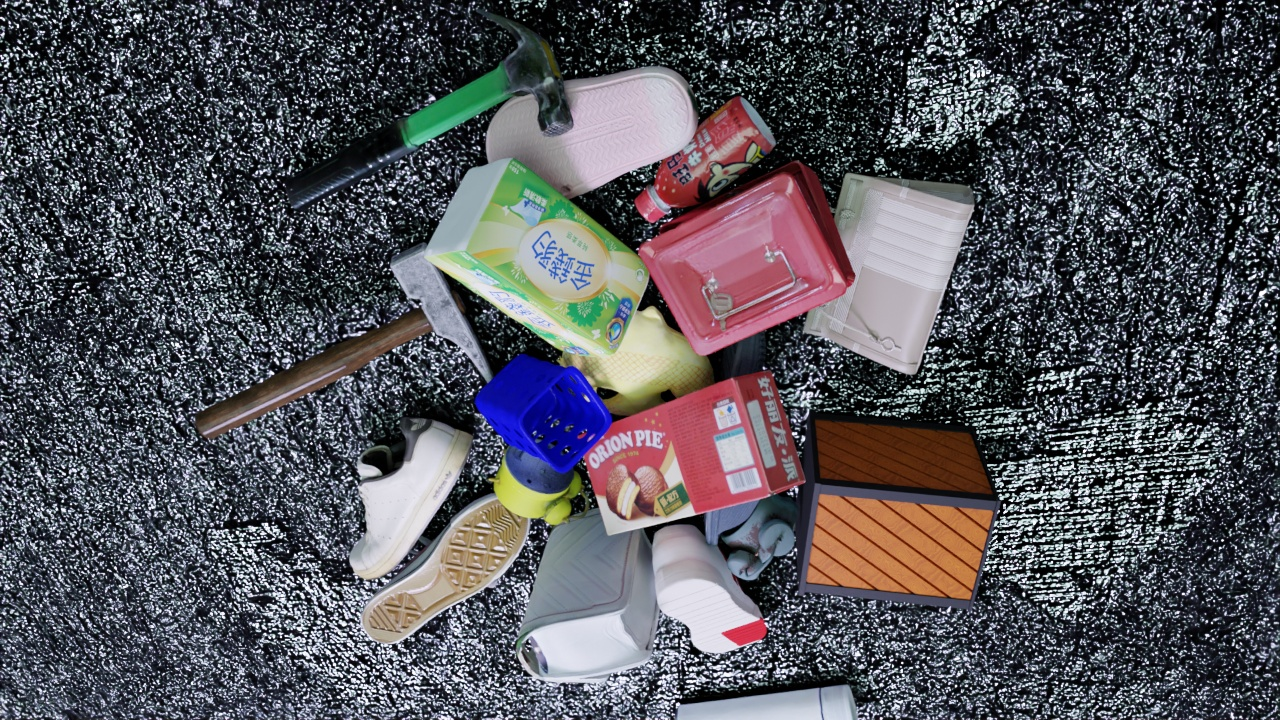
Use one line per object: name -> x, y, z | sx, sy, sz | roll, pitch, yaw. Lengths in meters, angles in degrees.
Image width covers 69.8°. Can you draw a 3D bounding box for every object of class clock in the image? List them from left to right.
clock -> -0.110, 0.139, 1.035 | 0.119, 0.083, 0.057 | 29, 123, -4
clock -> 0.128, 0.188, 1.002 | 0.053, 0.124, 0.090 | 37, 116, -9

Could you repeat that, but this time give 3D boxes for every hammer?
hammer -> -0.308, 0.036, 0.976 | 0.300, 0.037, 0.218 | -26, 112, -3
hammer -> -0.216, -0.218, 0.871 | 0.319, 0.032, 0.130 | -20, 85, 24

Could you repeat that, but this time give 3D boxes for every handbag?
handbag -> -0.053, 0.257, 1.025 | 0.142, 0.198, 0.096 | -16, 116, 17
handbag -> 0.196, -0.099, 0.892 | 0.198, 0.062, 0.176 | 15, 119, 9

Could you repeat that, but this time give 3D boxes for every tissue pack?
tissue pack -> -0.110, -0.092, 0.882 | 0.197, 0.120, 0.142 | 42, 156, -31

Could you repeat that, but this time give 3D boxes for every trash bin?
trash bin -> 0.257, 0.153, 0.958 | 0.172, 0.139, 0.140 | 5, 118, 5

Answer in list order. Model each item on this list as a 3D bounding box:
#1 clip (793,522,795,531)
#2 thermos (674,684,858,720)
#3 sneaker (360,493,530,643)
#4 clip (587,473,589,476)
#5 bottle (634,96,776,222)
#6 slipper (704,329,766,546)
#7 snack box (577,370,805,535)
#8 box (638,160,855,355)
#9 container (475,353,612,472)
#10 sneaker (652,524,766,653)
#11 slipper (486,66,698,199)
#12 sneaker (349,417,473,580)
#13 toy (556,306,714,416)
clip -> 0.215, 0.202, 1.054 | 0.075, 0.061, 0.023 | 9, 121, -13
thermos -> 0.161, 0.464, 1.179 | 0.230, 0.067, 0.068 | -13, 115, 15
sneaker -> -0.230, 0.244, 1.108 | 0.241, 0.088, 0.118 | -38, 95, 2
clip -> -0.034, 0.116, 1.052 | 0.054, 0.043, 0.102 | 7, 118, -9
bottle -> 0.055, -0.180, 0.854 | 0.138, 0.061, 0.062 | -37, 107, 24
slipper -> 0.116, 0.076, 0.968 | 0.082, 0.101, 0.264 | 6, 113, -4
snack box -> 0.043, 0.097, 0.917 | 0.237, 0.060, 0.113 | -24, 81, 44
box -> 0.104, -0.094, 0.848 | 0.158, 0.127, 0.137 | -22, 102, 20
container -> -0.104, 0.052, 0.956 | 0.084, 0.114, 0.085 | -45, 119, -19
sneaker -> 0.078, 0.260, 1.074 | 0.090, 0.104, 0.236 | -23, 140, 14
slipper -> -0.050, -0.212, 0.854 | 0.222, 0.055, 0.107 | -11, 108, 26
sneaker -> -0.293, 0.157, 1.065 | 0.102, 0.088, 0.242 | 32, 113, -18
toy -> -0.006, 0.006, 0.963 | 0.170, 0.064, 0.155 | 9, 132, 9
